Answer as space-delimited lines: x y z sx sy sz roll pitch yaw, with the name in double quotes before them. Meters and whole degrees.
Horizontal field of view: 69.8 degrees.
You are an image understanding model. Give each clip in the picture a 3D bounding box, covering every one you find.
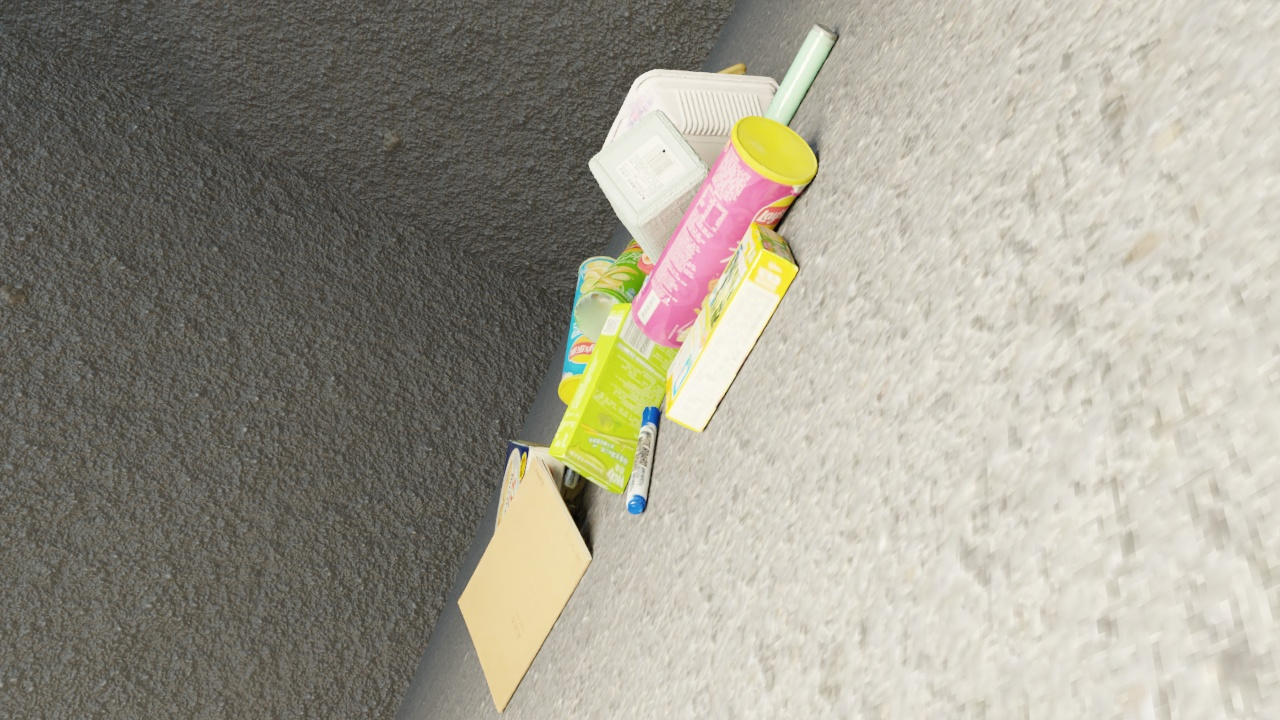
"clip" -0.088 0.158 1.108 0.102 0.035 0.094 113 177 -80

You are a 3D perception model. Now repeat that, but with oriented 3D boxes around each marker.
"marker" -0.082 0.135 1.200 0.017 0.017 0.145 -60 9 32
"marker" 0.003 0.082 0.779 0.017 0.017 0.145 -60 8 28

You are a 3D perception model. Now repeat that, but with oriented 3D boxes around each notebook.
"notebook" -0.121 0.224 0.926 0.212 0.012 0.149 -61 38 22

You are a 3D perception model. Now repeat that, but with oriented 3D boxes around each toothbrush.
"toothbrush" 0.127 -0.225 0.914 0.027 0.026 0.225 -93 28 -60

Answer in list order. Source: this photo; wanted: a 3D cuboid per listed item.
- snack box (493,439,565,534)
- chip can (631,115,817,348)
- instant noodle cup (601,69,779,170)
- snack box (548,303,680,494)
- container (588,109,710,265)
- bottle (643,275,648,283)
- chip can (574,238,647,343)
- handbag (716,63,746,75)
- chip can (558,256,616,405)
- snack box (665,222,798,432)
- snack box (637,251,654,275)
"snack box" -0.135 0.185 1.057 0.183 0.045 0.178 167 112 -75
"chip can" 0.062 -0.099 0.763 0.211 0.071 0.071 -57 10 46
"instant noodle cup" 0.059 -0.228 0.956 0.138 0.173 0.060 -56 45 51
"snack box" -0.020 0.035 0.845 0.026 0.085 0.156 3 64 47
"container" 0.017 -0.150 0.806 0.090 0.090 0.111 -37 -18 5
"bottle" 0.051 -0.163 1.103 0.205 0.060 0.060 -68 8 -28
"chip can" -0.016 -0.092 1.146 0.073 0.072 0.220 -60 -2 31
"handbag" 0.056 -0.280 1.147 0.178 0.063 0.164 -26 -13 -29
"chip can" -0.059 -0.038 1.196 0.071 0.071 0.209 124 158 -48
"snack box" 0.063 -0.026 0.666 0.086 0.033 0.141 -84 19 -69
"snack box" 0.047 -0.111 0.917 0.127 0.044 0.113 -63 22 5
